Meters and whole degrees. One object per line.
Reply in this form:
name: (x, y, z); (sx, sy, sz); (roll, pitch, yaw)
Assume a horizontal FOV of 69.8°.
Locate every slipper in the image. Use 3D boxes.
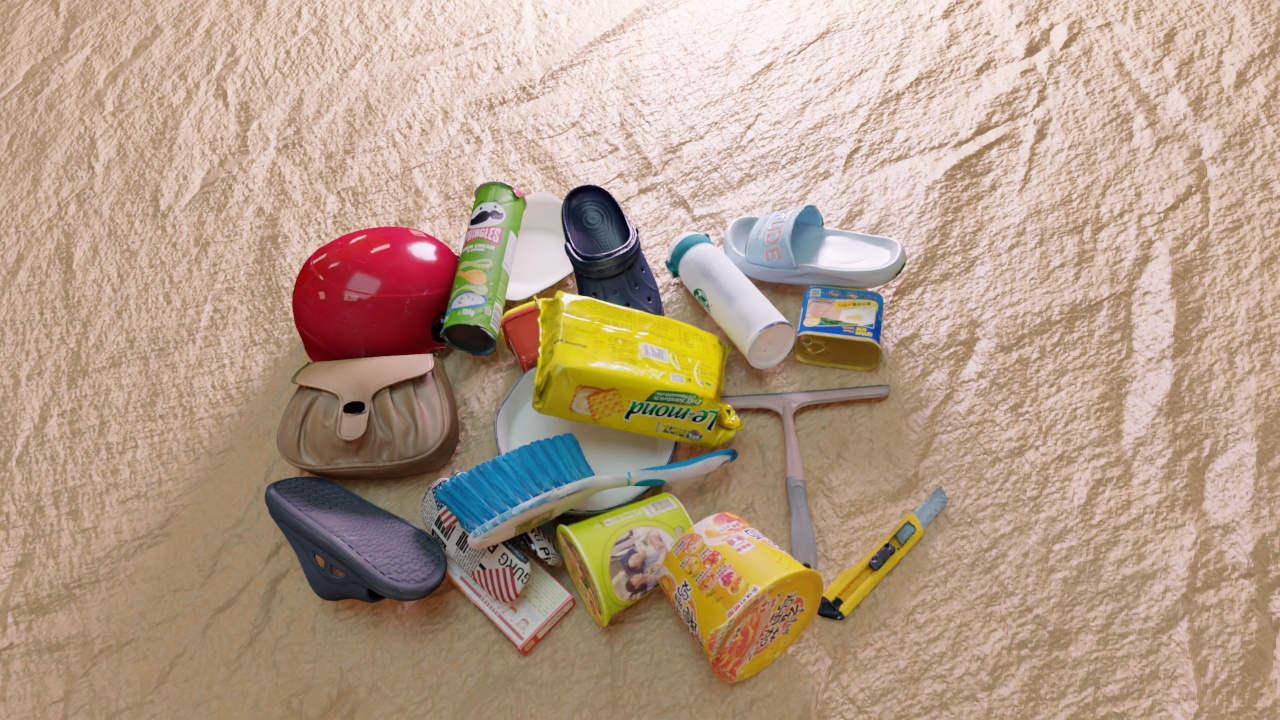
slipper: (-0.313, 0.207, 0.994); (0.268, 0.083, 0.110); (22, 16, 35)
slipper: (0.210, -0.148, 1.152); (0.246, 0.074, 0.103); (14, 49, 33)
slipper: (-0.037, -0.123, 1.159); (0.105, 0.095, 0.252); (-14, 68, -5)

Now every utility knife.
utility knife: (-0.127, 0.128, 1.041); (0.029, 0.013, 0.182); (-16, 55, -5)
utility knife: (0.256, 0.198, 0.956); (0.201, 0.015, 0.033); (-40, 61, -19)

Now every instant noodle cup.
instant noodle cup: (-0.008, 0.197, 0.945); (0.123, 0.112, 0.111); (-22, 54, -19)
instant noodle cup: (0.091, 0.223, 0.895); (0.137, 0.138, 0.110); (-34, 49, -16)

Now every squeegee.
squeegee: (0.170, 0.127, 1.006); (0.248, 0.040, 0.249); (-4, 55, 5)

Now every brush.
brush: (-0.049, 0.119, 0.960); (0.313, 0.061, 0.109); (-22, 61, -27)

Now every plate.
plate: (-0.150, -0.149, 1.252); (0.163, 0.034, 0.164); (-34, 58, -16)
plate: (-0.062, 0.088, 1.042); (0.205, 0.046, 0.204); (4, 52, -5)

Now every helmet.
helmet: (-0.334, -0.094, 1.176); (0.207, 0.144, 0.239); (34, 64, 30)

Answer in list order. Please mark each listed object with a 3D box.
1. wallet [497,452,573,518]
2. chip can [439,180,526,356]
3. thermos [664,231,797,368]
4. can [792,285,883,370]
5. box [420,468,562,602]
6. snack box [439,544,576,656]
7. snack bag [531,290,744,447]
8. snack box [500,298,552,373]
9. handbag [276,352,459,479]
wallet: (-0.119, 0.128, 1.060); (0.097, 0.019, 0.120); (-1, 53, 5)
chip can: (-0.198, -0.120, 1.173); (0.072, 0.072, 0.235); (0, 57, 8)
thermos: (0.103, -0.082, 1.136); (0.073, 0.073, 0.224); (-26, 47, -11)
can: (0.241, -0.041, 1.106); (0.102, 0.057, 0.083); (8, 53, 13)
box: (-0.163, 0.184, 0.973); (0.162, 0.075, 0.086); (39, 84, 27)
snack box: (-0.149, 0.233, 0.981); (0.156, 0.027, 0.076); (36, 66, 28)
snack bag: (-0.006, 0.006, 1.030); (0.246, 0.068, 0.157); (13, 41, -13)
snack box: (-0.121, -0.019, 1.123); (0.082, 0.091, 0.080); (-22, 61, -7)
handbag: (-0.320, 0.064, 1.077); (0.204, 0.100, 0.147); (-4, 70, 4)
